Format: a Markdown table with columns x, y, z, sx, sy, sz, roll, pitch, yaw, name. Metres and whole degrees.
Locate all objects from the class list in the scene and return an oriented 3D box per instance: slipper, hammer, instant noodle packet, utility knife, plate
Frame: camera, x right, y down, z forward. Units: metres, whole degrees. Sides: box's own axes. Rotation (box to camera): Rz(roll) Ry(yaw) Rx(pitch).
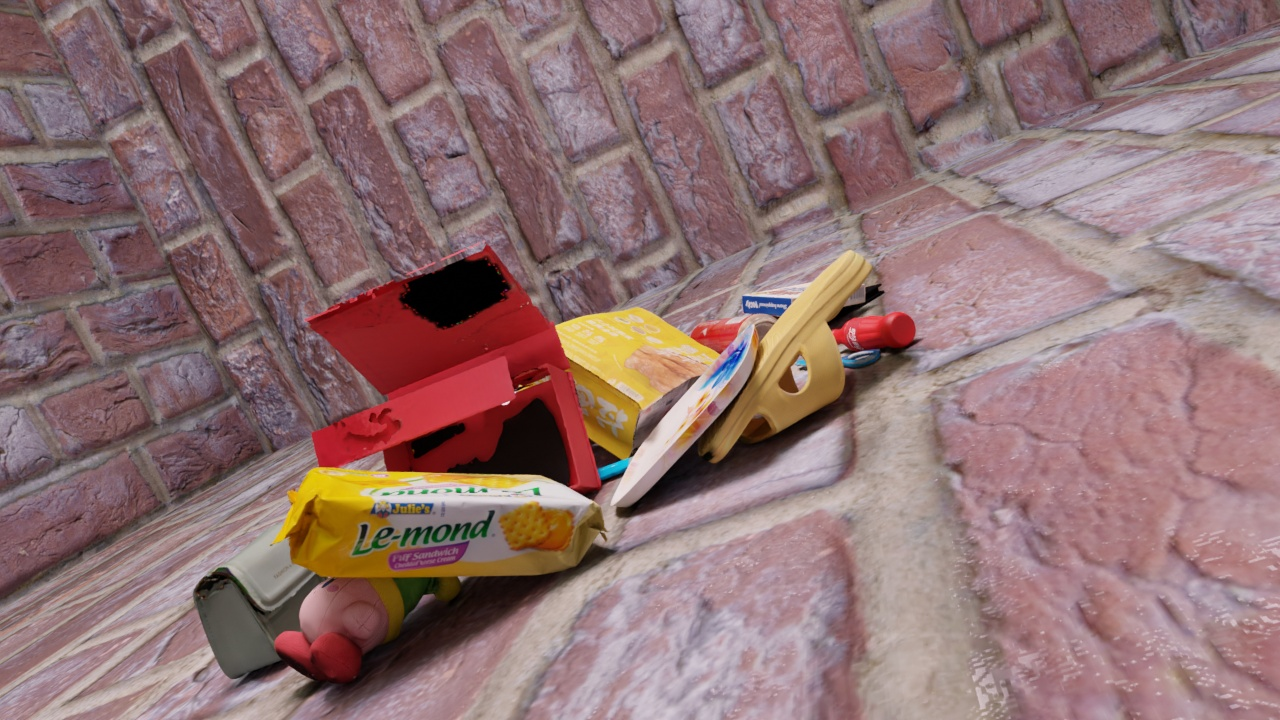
| x | y | z | sx | sy | sz | roll | pitch | yaw | name |
| --- | --- | --- | --- | --- | --- | --- | --- | --- | --- |
| 0.145 | 0.007 | 0.842 | 0.262 | 0.078 | 0.100 | -50 | 5 | -25 | slipper |
| -0.264 | 0.097 | 1.210 | 0.316 | 0.028 | 0.147 | -2 | -10 | -37 | hammer |
| -0.006 | 0.006 | 1.054 | 0.163 | 0.084 | 0.220 | 30 | 34 | 25 | instant noodle packet |
| -0.091 | 0.137 | 0.947 | 0.209 | 0.015 | 0.031 | -20 | 6 | 11 | utility knife |
| 0.046 | 0.052 | 0.842 | 0.187 | 0.016 | 0.186 | -49 | 2 | 19 | plate |

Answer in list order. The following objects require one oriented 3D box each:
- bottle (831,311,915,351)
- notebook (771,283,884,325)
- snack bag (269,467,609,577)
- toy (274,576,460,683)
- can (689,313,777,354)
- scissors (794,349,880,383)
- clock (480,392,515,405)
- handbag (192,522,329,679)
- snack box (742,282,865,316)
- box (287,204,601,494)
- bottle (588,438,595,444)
| x | y | z | sx | sy | sz | roll | pitch | yaw | name |
| --- | --- | --- | --- | --- | --- | --- | --- | --- | --- |
| 0.238 | -0.028 | 0.965 | 0.036 | 0.036 | 0.119 | -28 | 8 | -22 | bottle |
| 0.203 | -0.052 | 1.289 | 0.168 | 0.019 | 0.232 | -28 | 9 | -30 | notebook |
| -0.165 | 0.130 | 0.742 | 0.247 | 0.068 | 0.160 | 4 | 1 | -20 | snack bag |
| -0.220 | 0.204 | 0.745 | 0.124 | 0.097 | 0.131 | -24 | 24 | 47 | toy |
| 0.118 | -0.021 | 1.161 | 0.067 | 0.067 | 0.170 | -27 | 9 | -19 | can |
| 0.207 | 0.000 | 0.974 | 0.090 | 0.014 | 0.141 | -26 | 6 | 3 | scissors |
| -0.151 | 0.106 | 1.043 | 0.126 | 0.073 | 0.160 | -20 | 38 | 30 | clock |
| -0.344 | 0.219 | 0.851 | 0.067 | 0.106 | 0.121 | -20 | 9 | 11 | handbag |
| 0.207 | -0.078 | 1.155 | 0.149 | 0.026 | 0.082 | -12 | 15 | -41 | snack box |
| -0.186 | 0.020 | 0.928 | 0.211 | 0.315 | 0.123 | -20 | 8 | 16 | box |
| -0.104 | 0.097 | 1.129 | 0.162 | 0.046 | 0.072 | -17 | 11 | 42 | bottle |
